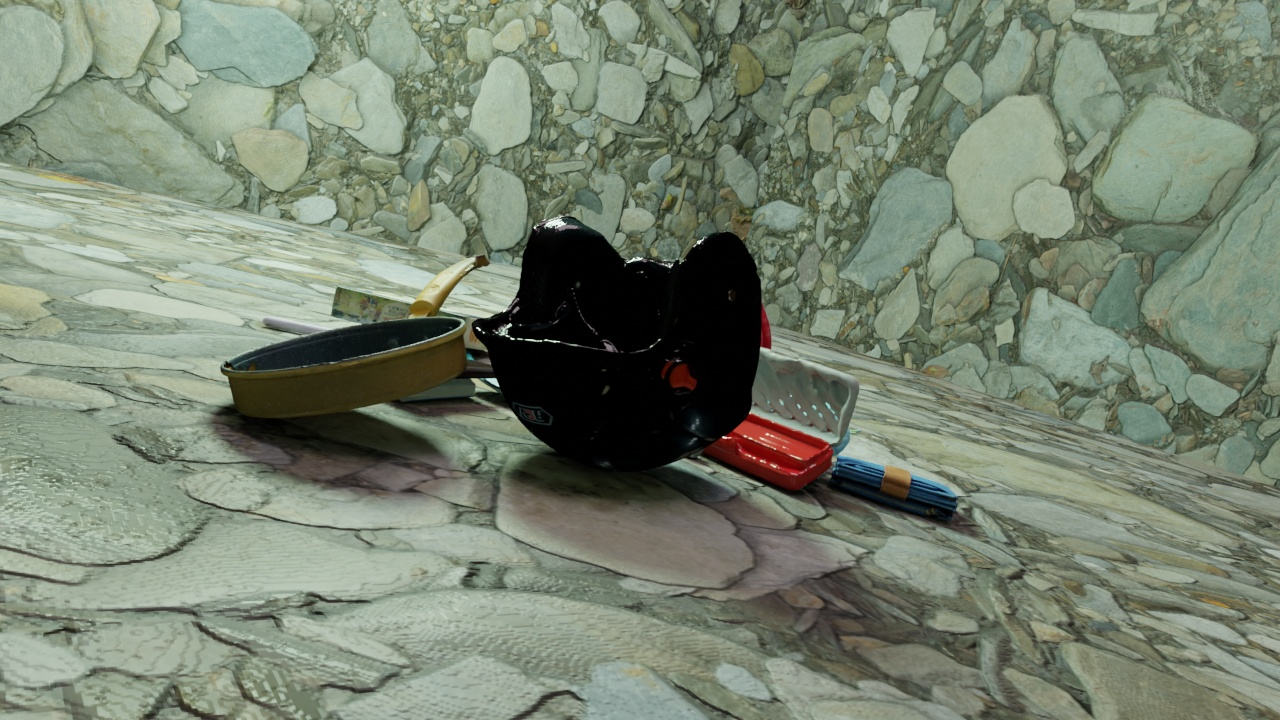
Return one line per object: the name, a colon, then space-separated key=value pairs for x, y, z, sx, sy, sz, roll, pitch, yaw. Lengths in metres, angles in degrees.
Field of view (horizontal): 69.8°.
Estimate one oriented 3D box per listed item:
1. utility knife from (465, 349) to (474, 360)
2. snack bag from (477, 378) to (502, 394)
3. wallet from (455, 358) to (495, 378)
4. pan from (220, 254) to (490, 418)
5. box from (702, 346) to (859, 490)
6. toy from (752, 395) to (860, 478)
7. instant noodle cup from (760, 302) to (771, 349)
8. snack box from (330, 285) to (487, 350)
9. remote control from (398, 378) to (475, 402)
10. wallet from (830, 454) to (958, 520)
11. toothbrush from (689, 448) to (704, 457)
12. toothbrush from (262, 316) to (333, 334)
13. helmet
utility knife: x=-0.232 y=-0.006 z=1.199 sx=0.029 sy=0.013 sz=0.179 roll=15 pitch=4 yaw=-16
snack bag: x=-0.093 y=0.042 z=1.017 sx=0.191 sy=0.039 sz=0.110 roll=18 pitch=13 yaw=35
wallet: x=-0.220 y=0.002 z=0.960 sx=0.096 sy=0.020 sz=0.122 roll=18 pitch=6 yaw=28
pan: x=-0.220 y=-0.035 z=0.836 sx=0.198 sy=0.078 sz=0.356 roll=-3 pitch=13 yaw=19
box: x=0.132 y=0.059 z=1.015 sx=0.201 sy=0.154 sz=0.073 roll=20 pitch=-25 yaw=43
toy: x=0.172 y=0.077 z=1.056 sx=0.156 sy=0.050 sz=0.161 roll=-15 pitch=42 yaw=20
instant noodle cup: x=0.082 y=-0.027 z=1.264 sx=0.194 sy=0.194 sz=0.065 roll=20 pitch=15 yaw=36
snack box: x=-0.294 y=-0.055 z=1.241 sx=0.182 sy=0.046 sz=0.178 roll=14 pitch=1 yaw=7
remote control: x=-0.224 y=0.025 z=0.948 sx=0.049 sy=0.024 sz=0.124 roll=17 pitch=9 yaw=25
wallet: x=0.280 y=0.137 z=1.020 sx=0.133 sy=0.040 sz=0.106 roll=15 pitch=3 yaw=13
toothbrush: x=-0.014 y=0.063 z=1.048 sx=0.026 sy=0.027 sz=0.225 roll=-28 pitch=34 yaw=-34
toothbrush: x=-0.362 y=-0.032 z=1.123 sx=0.189 sy=0.029 sz=0.021 roll=11 pitch=46 yaw=-17
helmet: x=-0.014 y=-0.009 z=0.834 sx=0.273 sy=0.230 sz=0.234 roll=-24 pitch=24 yaw=-37
